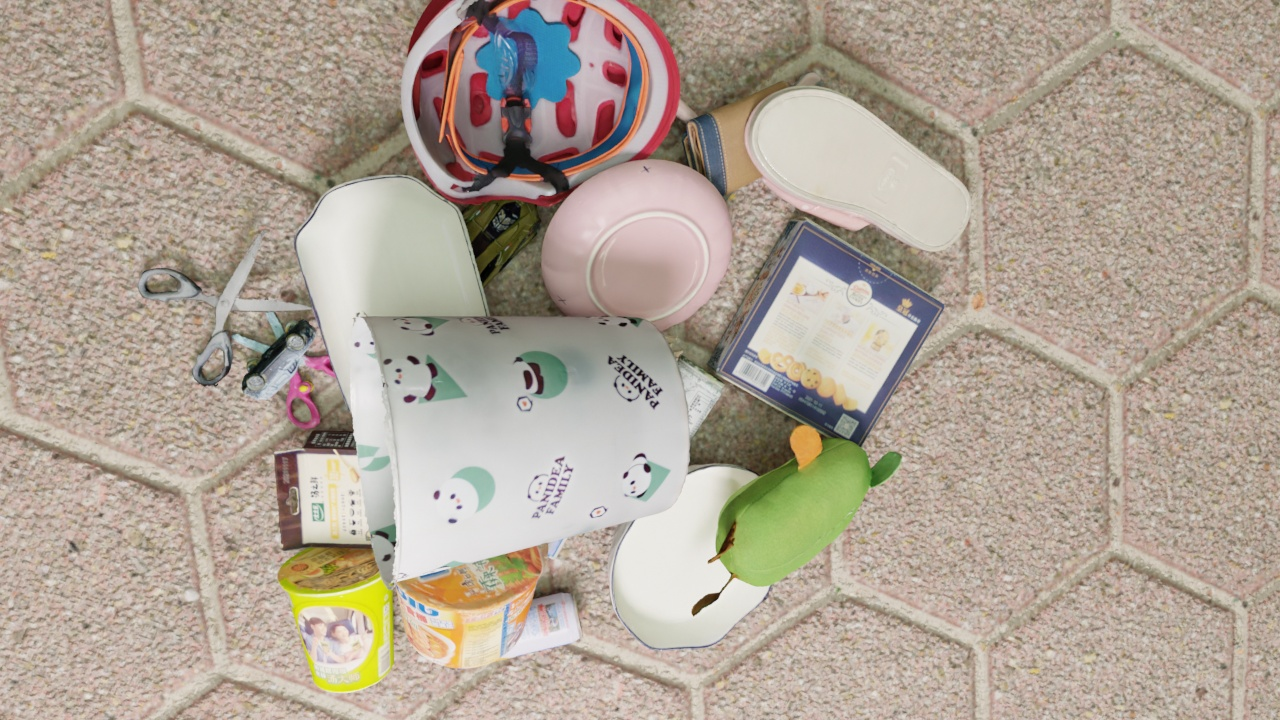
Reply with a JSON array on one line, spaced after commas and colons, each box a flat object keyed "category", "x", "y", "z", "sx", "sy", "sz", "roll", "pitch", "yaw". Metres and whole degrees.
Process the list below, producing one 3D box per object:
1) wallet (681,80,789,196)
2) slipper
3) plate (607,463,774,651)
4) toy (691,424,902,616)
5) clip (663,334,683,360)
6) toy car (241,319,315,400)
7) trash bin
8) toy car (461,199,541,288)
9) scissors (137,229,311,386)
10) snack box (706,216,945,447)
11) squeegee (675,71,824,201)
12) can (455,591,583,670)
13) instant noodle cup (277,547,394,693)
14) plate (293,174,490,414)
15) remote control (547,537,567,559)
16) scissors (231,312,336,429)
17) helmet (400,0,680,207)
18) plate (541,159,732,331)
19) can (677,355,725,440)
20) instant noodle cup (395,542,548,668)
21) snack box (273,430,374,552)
[{"category": "wallet", "x": 0.099, "y": -0.213, "z": 0.897, "sx": 0.115, "sy": 0.033, "sz": 0.090, "roll": -28, "pitch": 128, "yaw": -17}, {"category": "slipper", "x": 0.219, "y": -0.189, "z": 0.925, "sx": 0.274, "sy": 0.054, "sz": 0.114, "roll": 19, "pitch": 101, "yaw": -23}, {"category": "plate", "x": 0.054, "y": 0.198, "z": 0.943, "sx": 0.204, "sy": 0.045, "sz": 0.205, "roll": -9, "pitch": 109, "yaw": -28}, {"category": "toy", "x": 0.142, "y": 0.152, "z": 0.898, "sx": 0.246, "sy": 0.090, "sz": 0.227, "roll": -28, "pitch": 142, "yaw": -30}, {"category": "clip", "x": -0.007, "y": 0.000, "z": 0.931, "sx": 0.100, "sy": 0.034, "sz": 0.070, "roll": -19, "pitch": 102, "yaw": 22}, {"category": "toy car", "x": -0.346, "y": -0.001, "z": 0.881, "sx": 0.090, "sy": 0.043, "sz": 0.034, "roll": -46, "pitch": 120, "yaw": 2}, {"category": "trash bin", "x": -0.108, "y": 0.063, "z": 0.799, "sx": 0.251, "sy": 0.230, "sz": 0.229, "roll": -5, "pitch": 100, "yaw": -23}, {"category": "toy car", "x": -0.165, "y": -0.106, "z": 0.902, "sx": 0.070, "sy": 0.042, "sz": 0.158, "roll": 41, "pitch": 94, "yaw": -11}, {"category": "scissors", "x": -0.394, "y": -0.048, "z": 0.871, "sx": 0.178, "sy": 0.014, "sz": 0.159, "roll": 6, "pitch": 109, "yaw": 10}, {"category": "snack box", "x": 0.193, "y": -0.026, "z": 0.956, "sx": 0.178, "sy": 0.046, "sz": 0.182, "roll": 29, "pitch": 94, "yaw": -11}, {"category": "squeegee", "x": 0.017, "y": -0.262, "z": 0.902, "sx": 0.249, "sy": 0.040, "sz": 0.248, "roll": 39, "pitch": 93, "yaw": -10}, {"category": "can", "x": -0.130, "y": 0.281, "z": 0.958, "sx": 0.134, "sy": 0.053, "sz": 0.053, "roll": -12, "pitch": 100, "yaw": -5}, {"category": "instant noodle cup", "x": -0.293, "y": 0.257, "z": 0.912, "sx": 0.111, "sy": 0.111, "sz": 0.123, "roll": -4, "pitch": 107, "yaw": -7}, {"category": "plate", "x": -0.225, "y": -0.047, "z": 0.880, "sx": 0.162, "sy": 0.034, "sz": 0.266, "roll": -11, "pitch": 112, "yaw": 2}, {"category": "remote control", "x": -0.130, "y": 0.158, "z": 0.954, "sx": 0.125, "sy": 0.024, "sz": 0.049, "roll": 30, "pitch": 94, "yaw": -9}, {"category": "scissors", "x": -0.335, "y": -0.001, "z": 0.909, "sx": 0.118, "sy": 0.017, "sz": 0.133, "roll": -22, "pitch": 97, "yaw": -2}, {"category": "helmet", "x": -0.098, "y": -0.258, "z": 0.830, "sx": 0.239, "sy": 0.143, "sz": 0.207, "roll": -6, "pitch": 128, "yaw": -16}, {"category": "plate", "x": 0.003, "y": -0.096, "z": 0.880, "sx": 0.192, "sy": 0.039, "sz": 0.193, "roll": -9, "pitch": 128, "yaw": -12}, {"category": "can", "x": 0.025, "y": 0.070, "z": 0.943, "sx": 0.058, "sy": 0.058, "sz": 0.147, "roll": 33, "pitch": 94, "yaw": -11}, {"category": "instant noodle cup", "x": -0.168, "y": 0.216, "z": 0.891, "sx": 0.151, "sy": 0.151, "sz": 0.112, "roll": 4, "pitch": 127, "yaw": -8}, {"category": "snack box", "x": -0.285, "y": 0.129, "z": 0.902, "sx": 0.125, "sy": 0.053, "sz": 0.113, "roll": 3, "pitch": 112, "yaw": -5}]
